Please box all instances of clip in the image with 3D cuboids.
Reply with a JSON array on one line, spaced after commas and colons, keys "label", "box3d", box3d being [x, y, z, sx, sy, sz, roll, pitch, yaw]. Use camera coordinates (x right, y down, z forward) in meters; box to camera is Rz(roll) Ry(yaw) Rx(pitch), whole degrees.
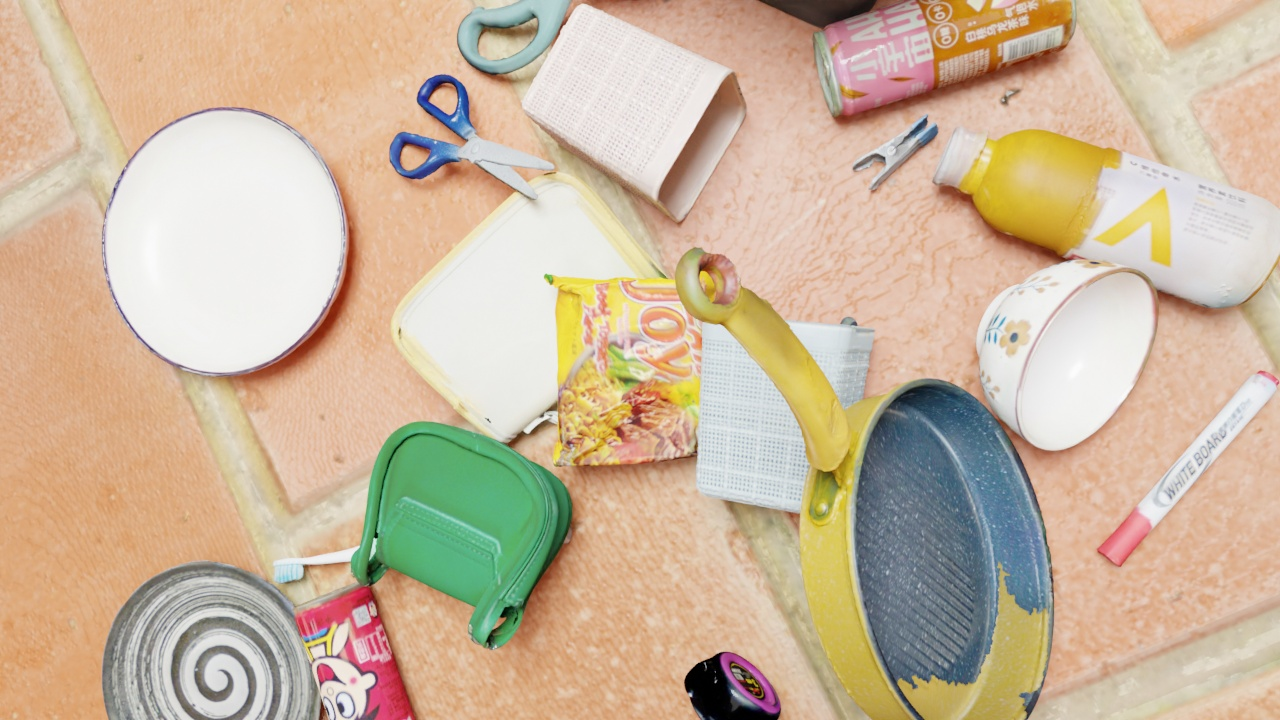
[{"label": "clip", "box3d": [0.164, -0.135, 0.590, 0.057, 0.025, 0.032, -39, 77, 14]}]

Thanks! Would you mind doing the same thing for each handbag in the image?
[{"label": "handbag", "box3d": [-0.053, -0.016, 0.618, 0.163, 0.063, 0.179, -41, 97, 8]}, {"label": "handbag", "box3d": [-0.116, 0.107, 0.589, 0.131, 0.068, 0.120, 18, 79, 19]}]

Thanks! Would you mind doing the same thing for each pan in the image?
[{"label": "pan", "box3d": [0.120, 0.064, 0.459, 0.078, 0.357, 0.197, -19, 43, 46]}]

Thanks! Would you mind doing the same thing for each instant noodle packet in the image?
[{"label": "instant noodle packet", "box3d": [-0.003, 0.003, 0.576, 0.110, 0.044, 0.128, -2, 104, -8]}]

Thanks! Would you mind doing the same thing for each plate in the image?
[{"label": "plate", "box3d": [-0.295, -0.084, 0.667, 0.192, 0.039, 0.192, 0, 89, 11]}, {"label": "plate", "box3d": [-0.311, 0.236, 0.674, 0.179, 0.024, 0.179, 0, 88, 11]}]

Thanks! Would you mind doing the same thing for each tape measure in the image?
[{"label": "tape measure", "box3d": [0.058, 0.218, 0.587, 0.058, 0.057, 0.039, 44, 102, 23]}]

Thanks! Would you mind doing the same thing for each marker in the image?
[{"label": "marker", "box3d": [0.333, 0.066, 0.558, 0.017, 0.017, 0.145, 39, 96, 9]}]

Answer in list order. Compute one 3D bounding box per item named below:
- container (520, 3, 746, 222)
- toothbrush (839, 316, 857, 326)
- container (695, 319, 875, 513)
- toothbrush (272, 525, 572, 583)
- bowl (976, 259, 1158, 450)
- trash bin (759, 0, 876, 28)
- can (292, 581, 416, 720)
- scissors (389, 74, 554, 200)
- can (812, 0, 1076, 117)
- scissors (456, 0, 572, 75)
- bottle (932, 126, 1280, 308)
[{"label": "container", "box3d": [-0.005, -0.160, 0.590, 0.111, 0.090, 0.090, 32, 95, 13]}, {"label": "toothbrush", "box3d": [0.130, 0.061, 0.597, 0.016, 0.018, 0.181, 4, 88, 17]}, {"label": "container", "box3d": [0.086, 0.030, 0.563, 0.090, 0.089, 0.111, 7, 93, 26]}, {"label": "toothbrush", "box3d": [-0.157, 0.130, 0.644, 0.225, 0.026, 0.027, -10, 68, 11]}, {"label": "bowl", "box3d": [0.242, -0.010, 0.544, 0.113, 0.113, 0.062, -57, 37, 5]}, {"label": "trash bin", "box3d": [0.090, -0.313, 0.507, 0.199, 0.219, 0.199, 28, 95, 9]}, {"label": "can", "box3d": [-0.194, 0.224, 0.636, 0.053, 0.053, 0.132, -21, 85, 10]}, {"label": "scissors", "box3d": [-0.119, -0.134, 0.610, 0.133, 0.012, 0.172, -37, 55, 22]}, {"label": "can", "box3d": [0.185, -0.199, 0.568, 0.147, 0.058, 0.058, -15, 86, 10]}, {"label": "scissors", "box3d": [-0.060, -0.269, 0.604, 0.180, 0.019, 0.143, -15, 80, 35]}, {"label": "bottle", "box3d": [0.272, -0.091, 0.545, 0.189, 0.068, 0.068, 22, 93, 10]}]
